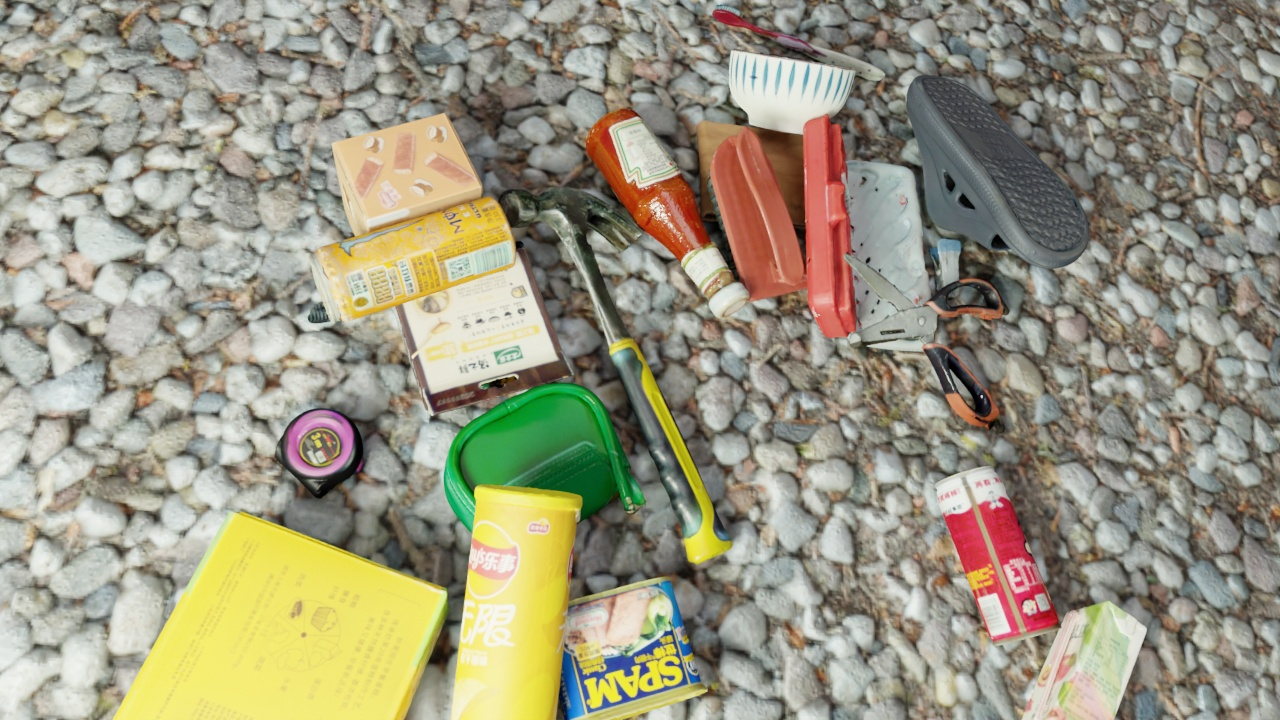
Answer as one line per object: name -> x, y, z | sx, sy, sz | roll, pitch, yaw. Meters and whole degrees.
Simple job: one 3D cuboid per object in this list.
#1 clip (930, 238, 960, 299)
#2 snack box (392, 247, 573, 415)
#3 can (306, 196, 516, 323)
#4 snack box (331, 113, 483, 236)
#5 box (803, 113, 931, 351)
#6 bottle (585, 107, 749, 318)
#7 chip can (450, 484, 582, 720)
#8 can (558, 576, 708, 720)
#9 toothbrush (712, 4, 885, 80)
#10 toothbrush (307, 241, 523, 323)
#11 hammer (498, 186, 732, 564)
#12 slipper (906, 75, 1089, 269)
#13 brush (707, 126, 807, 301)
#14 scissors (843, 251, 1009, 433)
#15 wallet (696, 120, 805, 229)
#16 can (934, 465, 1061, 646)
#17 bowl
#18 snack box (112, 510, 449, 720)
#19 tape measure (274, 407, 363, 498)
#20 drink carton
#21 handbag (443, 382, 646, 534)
clip -> 0.285, -0.084, 0.855 | 0.027, 0.043, 0.058 | 8, 73, -11
snack box -> -0.127, -0.018, 0.725 | 0.113, 0.053, 0.125 | -16, 70, -17
can -> -0.170, -0.076, 0.691 | 0.145, 0.058, 0.058 | -21, 72, -19
snack box -> -0.186, -0.131, 0.741 | 0.094, 0.093, 0.077 | -22, 72, -19
box -> 0.195, -0.110, 0.825 | 0.154, 0.074, 0.200 | 20, 60, -33
bottle -> 0.025, -0.127, 0.796 | 0.059, 0.060, 0.206 | -27, 73, -21
chip can -> -0.085, 0.190, 0.599 | 0.072, 0.072, 0.213 | 7, 85, -8
can -> -0.015, 0.207, 0.648 | 0.102, 0.057, 0.083 | -11, 67, -16
toothbrush -> 0.162, -0.325, 0.938 | 0.187, 0.016, 0.017 | 20, 55, -1
toothbrush -> -0.182, -0.068, 0.757 | 0.189, 0.018, 0.014 | -23, 71, -21
hammer -> -0.004, 0.004, 0.734 | 0.125, 0.032, 0.323 | -12, 73, -46
slipper -> 0.324, -0.169, 0.874 | 0.110, 0.084, 0.267 | 1, 49, -22
brush -> 0.101, -0.127, 0.794 | 0.063, 0.069, 0.145 | -15, 84, -18
scissors -> 0.255, -0.029, 0.791 | 0.225, 0.015, 0.188 | 46, 55, -14
wallet -> 0.109, -0.173, 0.859 | 0.115, 0.020, 0.101 | 3, 69, -12
can -> 0.282, 0.154, 0.731 | 0.053, 0.053, 0.132 | -10, 69, -15
bowl -> 0.137, -0.250, 0.860 | 0.116, 0.116, 0.066 | 6, 110, -9
snack box -> -0.235, 0.224, 0.589 | 0.157, 0.070, 0.209 | 21, 64, -2
tape measure -> -0.234, 0.066, 0.676 | 0.057, 0.039, 0.057 | 39, 70, 7
drink carton -> 0.335, 0.246, 0.702 | 0.045, 0.054, 0.122 | 35, 64, 6
handbag -> -0.073, 0.087, 0.682 | 0.131, 0.068, 0.120 | -30, 76, -21
